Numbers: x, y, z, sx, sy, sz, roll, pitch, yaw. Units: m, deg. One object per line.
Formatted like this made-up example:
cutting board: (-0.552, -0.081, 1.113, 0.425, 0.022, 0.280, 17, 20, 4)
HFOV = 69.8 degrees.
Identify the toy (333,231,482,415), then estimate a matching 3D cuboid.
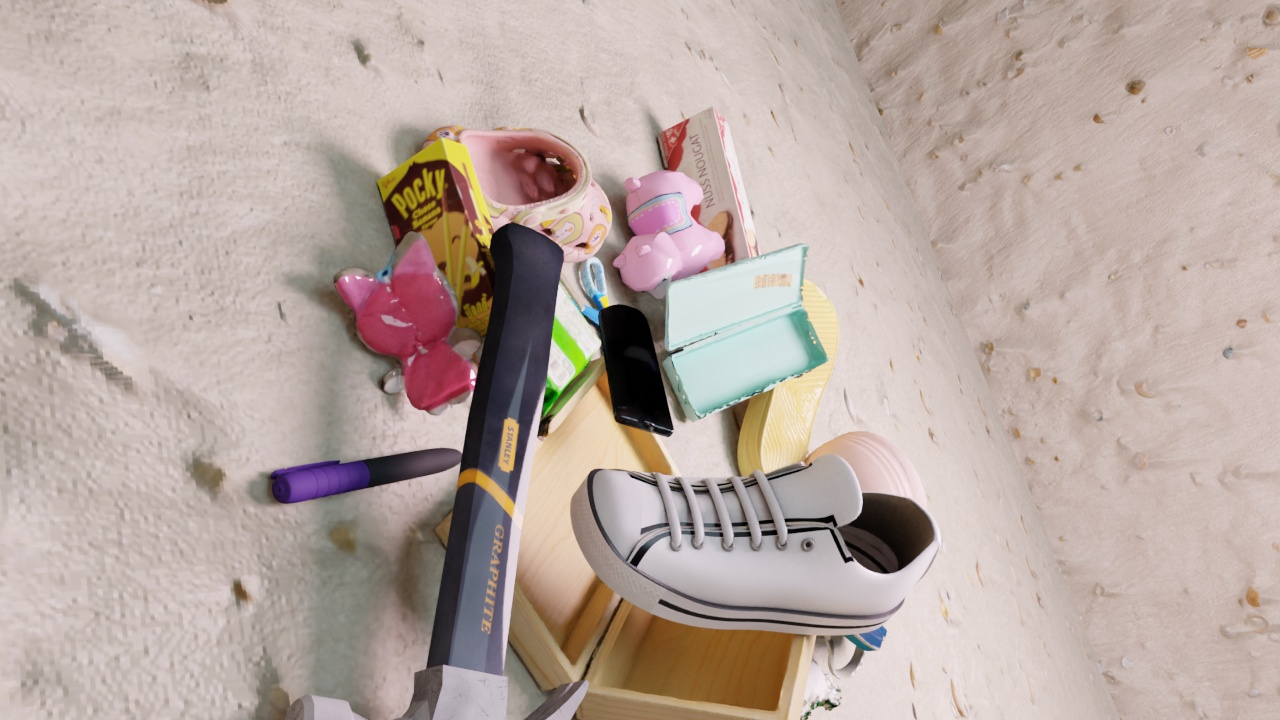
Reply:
toy: (-0.135, -0.018, 0.539, 0.065, 0.050, 0.102, -32, 102, -27)

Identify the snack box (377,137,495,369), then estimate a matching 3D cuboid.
snack box: (-0.117, -0.059, 0.578, 0.025, 0.061, 0.149, -1, 69, -60)

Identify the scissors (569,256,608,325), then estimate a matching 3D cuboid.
scissors: (-0.026, -0.032, 0.778, 0.125, 0.013, 0.126, 30, 39, -52)

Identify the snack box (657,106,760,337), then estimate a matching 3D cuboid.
snack box: (0.080, -0.154, 1.005, 0.044, 0.077, 0.272, 33, 41, -53)

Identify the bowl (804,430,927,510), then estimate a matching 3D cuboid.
bowl: (0.203, 0.150, 0.923, 0.076, 0.153, 0.153, -6, 72, -35)

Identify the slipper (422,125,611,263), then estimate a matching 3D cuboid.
slipper: (-0.077, -0.138, 0.698, 0.197, 0.082, 0.093, 8, 60, -57)

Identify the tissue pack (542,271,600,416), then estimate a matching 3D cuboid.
tissue pack: (-0.077, -0.029, 0.648, 0.114, 0.034, 0.099, 55, 28, -9)

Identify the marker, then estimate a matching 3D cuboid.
marker: (-0.140, 0.058, 0.490, 0.018, 0.015, 0.133, 43, 20, 20)

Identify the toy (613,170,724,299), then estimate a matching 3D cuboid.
toy: (0.020, -0.120, 0.878, 0.157, 0.067, 0.123, -18, 83, -59)

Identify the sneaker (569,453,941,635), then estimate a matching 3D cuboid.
sneaker: (0.082, 0.098, 0.545, 0.245, 0.097, 0.091, 16, 32, -24)

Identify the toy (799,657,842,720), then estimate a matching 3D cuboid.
toy: (0.122, 0.254, 0.783, 0.095, 0.041, 0.108, 21, 38, -55)

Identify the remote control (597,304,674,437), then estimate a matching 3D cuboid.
remote control: (-0.004, 0.004, 0.694, 0.045, 0.021, 0.140, 16, 32, -19)

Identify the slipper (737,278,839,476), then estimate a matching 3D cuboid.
slipper: (0.141, 0.023, 0.974, 0.099, 0.079, 0.262, 42, 52, -33)

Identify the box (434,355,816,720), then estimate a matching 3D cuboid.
box: (0.011, 0.129, 0.628, 0.252, 0.119, 0.247, 37, 29, 1)

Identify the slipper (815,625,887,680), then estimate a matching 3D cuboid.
slipper: (0.170, 0.233, 0.846, 0.118, 0.060, 0.295, 50, 3, 26)

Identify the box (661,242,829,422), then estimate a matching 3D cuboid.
box: (0.099, -0.031, 0.879, 0.186, 0.055, 0.138, -19, 98, -36)

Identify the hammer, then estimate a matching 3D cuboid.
hammer: (-0.083, 0.058, 0.482, 0.139, 0.035, 0.311, 23, 56, -30)
